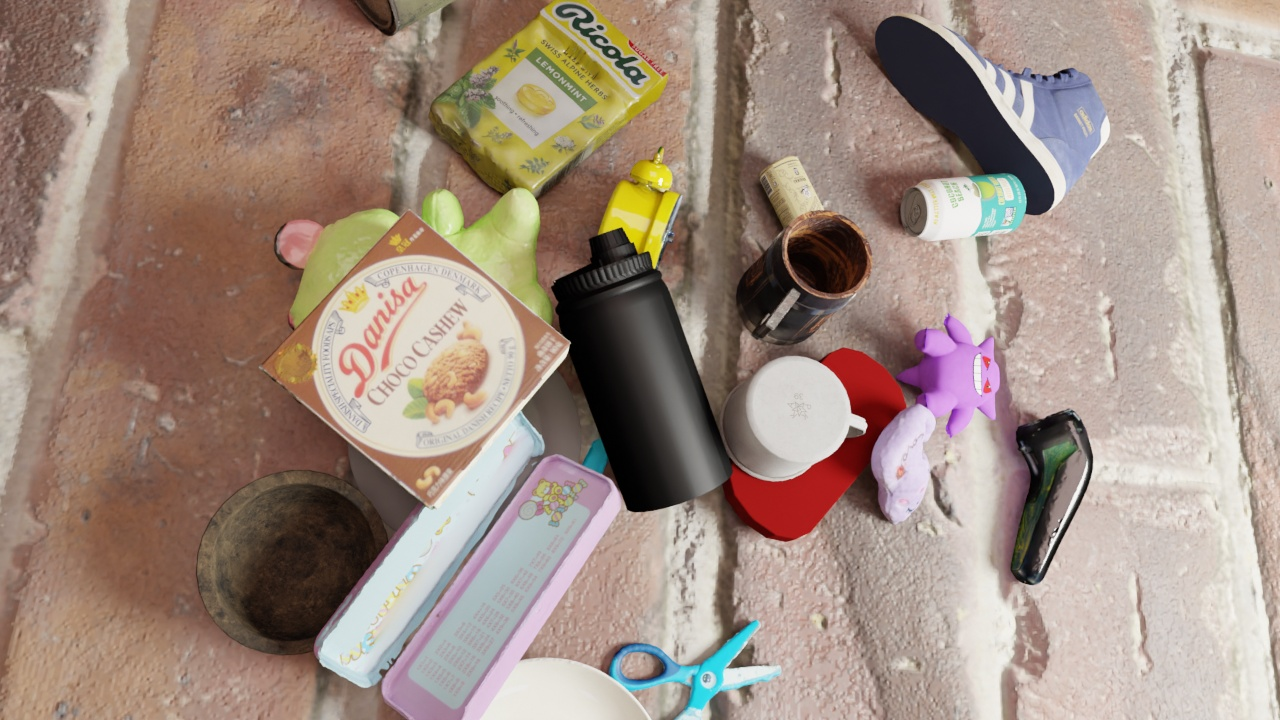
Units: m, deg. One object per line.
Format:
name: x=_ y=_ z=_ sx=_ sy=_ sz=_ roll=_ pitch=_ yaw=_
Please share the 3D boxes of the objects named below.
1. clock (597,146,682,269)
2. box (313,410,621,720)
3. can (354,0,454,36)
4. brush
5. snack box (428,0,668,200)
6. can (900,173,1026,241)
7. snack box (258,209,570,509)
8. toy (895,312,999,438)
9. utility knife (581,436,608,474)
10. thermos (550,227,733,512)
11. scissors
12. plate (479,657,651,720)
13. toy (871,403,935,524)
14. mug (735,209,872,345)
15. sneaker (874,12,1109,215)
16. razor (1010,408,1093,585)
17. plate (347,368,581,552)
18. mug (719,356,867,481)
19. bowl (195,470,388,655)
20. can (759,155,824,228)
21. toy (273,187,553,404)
clock: x=0.003 y=-0.116 z=0.750 sx=0.057 sy=0.083 sz=0.118 roll=20 pitch=85 yaw=1
box: x=-0.111 y=0.140 z=0.629 sx=0.090 sy=0.091 sz=0.213 roll=21 pitch=65 yaw=33
can: x=-0.203 y=-0.330 z=0.769 sx=0.074 sy=0.090 sz=0.090 roll=-38 pitch=84 yaw=-19
brush: x=0.139 y=0.068 z=0.746 sx=0.082 sy=0.042 sz=0.173 roll=44 pitch=70 yaw=3
snack box: x=-0.080 y=-0.226 z=0.787 sx=0.121 sy=0.045 sz=0.180 roll=44 pitch=70 yaw=4
can: x=0.293 y=-0.139 z=0.833 sx=0.101 sy=0.055 sz=0.055 roll=-7 pitch=75 yaw=-13
snack box: x=-0.147 y=-0.001 z=0.615 sx=0.147 sy=0.041 sz=0.143 roll=40 pitch=75 yaw=0
toy: x=0.268 y=0.013 z=0.783 sx=0.088 sy=0.056 sz=0.106 roll=3 pitch=83 yaw=-15
utility knife: x=-0.034 y=0.081 z=0.721 sx=0.022 sy=0.015 sz=0.166 roll=27 pitch=72 yaw=-3
thermos: x=-0.004 y=0.004 z=0.684 sx=0.086 sy=0.086 sz=0.198 roll=-22 pitch=96 yaw=-17
scissors: x=0.039 y=0.235 z=0.694 sx=0.139 sy=0.013 sz=0.118 roll=-43 pitch=84 yaw=-17
plate: x=-0.070 y=0.302 z=0.638 sx=0.182 sy=0.034 sz=0.182 roll=3 pitch=73 yaw=-11
toy: x=0.214 y=0.082 z=0.735 sx=0.036 sy=0.100 sz=0.080 roll=23 pitch=66 yaw=35
mug: x=0.122 y=-0.053 z=0.744 sx=0.080 sy=0.107 sz=0.115 roll=38 pitch=70 yaw=1
sneaker: x=0.342 y=-0.259 z=0.860 sx=0.118 sy=0.092 sz=0.233 roll=-37 pitch=82 yaw=-18
razor: x=0.337 y=0.113 z=0.775 sx=0.067 sy=0.054 sz=0.151 roll=22 pitch=77 yaw=6
plate: x=-0.134 y=0.057 z=0.710 sx=0.178 sy=0.012 sz=0.178 roll=3 pitch=73 yaw=-11
mug: x=0.122 y=0.044 z=0.690 sx=0.113 sy=0.071 sz=0.084 roll=3 pitch=73 yaw=-9
bowl: x=-0.240 y=0.138 z=0.638 sx=0.121 sy=0.056 sz=0.121 roll=4 pitch=80 yaw=-22
can: x=0.138 y=-0.136 z=0.809 sx=0.038 sy=0.038 sz=0.079 roll=-21 pitch=79 yaw=-17
toy: x=-0.167 y=-0.053 z=0.694 sx=0.197 sy=0.107 sz=0.150 roll=-9 pitch=89 yaw=-5
